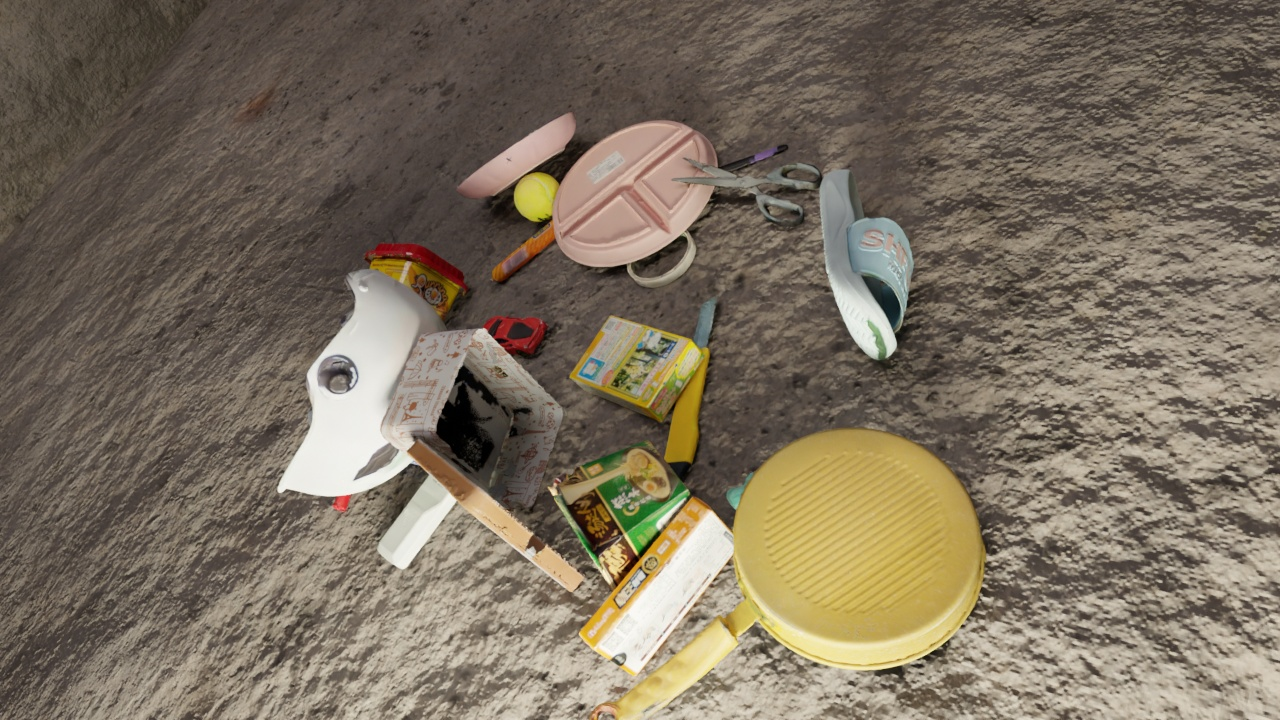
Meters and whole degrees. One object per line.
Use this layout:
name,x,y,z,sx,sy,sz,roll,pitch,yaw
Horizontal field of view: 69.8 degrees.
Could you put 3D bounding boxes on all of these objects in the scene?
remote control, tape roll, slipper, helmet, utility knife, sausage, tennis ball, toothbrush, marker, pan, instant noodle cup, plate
remote control,-0.245,0.171,1.028,0.049,0.024,0.124,23,70,42
tape roll,0.024,-0.124,1.088,0.086,0.014,0.085,-17,49,21
slipper,0.222,-0.100,0.883,0.074,0.104,0.244,-17,43,19
helmet,-0.288,0.039,1.015,0.230,0.146,0.258,138,148,-63
utility knife,0.057,0.023,0.950,0.033,0.015,0.222,-6,54,31
sausage,-0.134,-0.157,1.212,0.165,0.021,0.021,-39,45,0
tennis ball,-0.137,-0.219,1.230,0.066,0.065,0.065,-18,49,21
toothbrush,0.090,-0.232,1.128,0.189,0.017,0.014,-17,59,20
marker,-0.351,0.119,1.143,0.017,0.017,0.145,-8,53,28
pan,0.106,0.193,0.736,0.357,0.078,0.197,-30,51,-7
instant noodle cup,-0.310,-0.077,1.210,0.116,0.116,0.123,6,72,36
plate,-0.164,-0.275,1.265,0.192,0.039,0.192,-32,11,7
plate,-0.014,-0.216,1.147,0.230,0.028,0.229,-16,51,21

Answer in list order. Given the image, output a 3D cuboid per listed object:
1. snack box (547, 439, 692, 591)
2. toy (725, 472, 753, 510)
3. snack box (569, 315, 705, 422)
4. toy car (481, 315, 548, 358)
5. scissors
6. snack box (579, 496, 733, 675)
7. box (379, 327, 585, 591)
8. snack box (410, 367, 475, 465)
snack box,-0.004,0.145,0.837,0.105,0.118,0.117,-33,44,-7
toy,0.120,0.127,0.819,0.096,0.030,0.092,-48,48,-11
snack box,-0.006,0.006,0.982,0.140,0.033,0.086,18,70,50
toy car,-0.162,-0.032,1.127,0.106,0.031,0.049,5,59,38
scissors,0.126,-0.205,1.057,0.164,0.014,0.164,-26,57,1
snack box,0.020,0.197,0.797,0.153,0.075,0.026,-49,46,-9
box,-0.155,0.101,0.914,0.136,0.179,0.269,-29,44,10
snack box,-0.251,0.054,1.121,0.085,0.026,0.156,8,61,37
